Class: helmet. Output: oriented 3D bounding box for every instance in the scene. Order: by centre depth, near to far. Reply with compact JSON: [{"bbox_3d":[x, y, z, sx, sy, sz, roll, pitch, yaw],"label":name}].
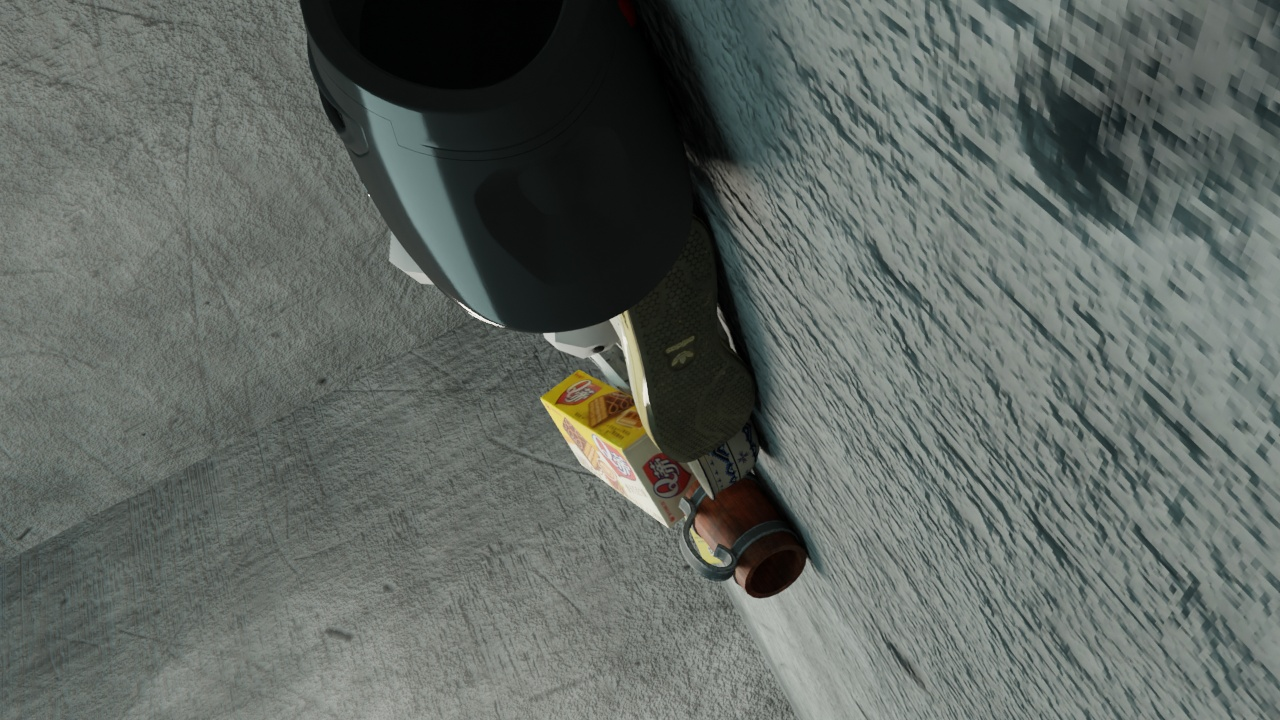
[{"bbox_3d":[-0.070,-0.125,0.492,0.264,0.164,0.170,61,175,26],"label":"helmet"}]

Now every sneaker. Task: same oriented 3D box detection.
[{"bbox_3d":[0.012,-0.024,0.649,0.102,0.088,0.242,47,162,41],"label":"sneaker"}]

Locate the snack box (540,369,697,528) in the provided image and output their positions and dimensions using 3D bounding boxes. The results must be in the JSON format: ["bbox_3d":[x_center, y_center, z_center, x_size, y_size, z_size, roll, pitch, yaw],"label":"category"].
[{"bbox_3d":[-0.022,0.090,1.014,0.230,0.061,0.110,23,146,61],"label":"snack box"}]

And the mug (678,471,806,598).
[{"bbox_3d":[0.085,0.163,0.867,0.111,0.117,0.082,52,133,48],"label":"mug"}]

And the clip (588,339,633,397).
[{"bbox_3d":[-0.013,0.012,1.045,0.125,0.091,0.151,48,177,18],"label":"clip"}]

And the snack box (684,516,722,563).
[{"bbox_3d":[0.074,0.134,1.009,0.181,0.045,0.121,66,158,5],"label":"snack box"}]

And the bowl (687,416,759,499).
[{"bbox_3d":[0.060,0.054,0.785,0.115,0.059,0.115,62,176,7],"label":"bowl"}]

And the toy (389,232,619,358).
[{"bbox_3d":[-0.081,-0.095,0.762,0.268,0.246,0.140,100,164,-52],"label":"toy"}]
